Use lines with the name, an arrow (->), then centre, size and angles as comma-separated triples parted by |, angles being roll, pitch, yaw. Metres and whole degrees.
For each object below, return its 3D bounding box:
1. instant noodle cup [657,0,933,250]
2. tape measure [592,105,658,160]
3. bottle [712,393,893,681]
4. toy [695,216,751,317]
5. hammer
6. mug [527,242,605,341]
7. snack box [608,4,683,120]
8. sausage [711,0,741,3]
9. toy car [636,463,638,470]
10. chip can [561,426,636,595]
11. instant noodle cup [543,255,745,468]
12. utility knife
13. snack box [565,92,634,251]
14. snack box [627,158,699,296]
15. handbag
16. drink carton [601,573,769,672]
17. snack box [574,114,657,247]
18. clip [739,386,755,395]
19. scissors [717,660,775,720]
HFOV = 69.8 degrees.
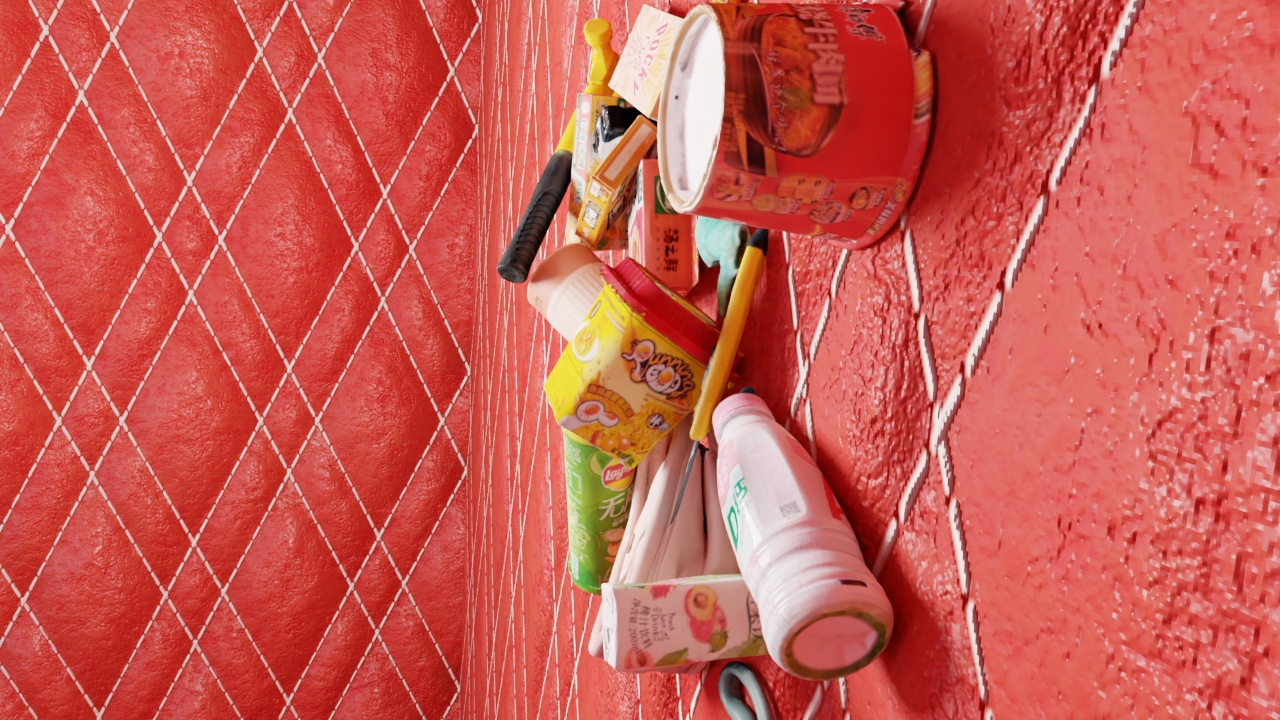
instant noodle cup -> 0.075, -0.130, 0.503 | 0.138, 0.108, 0.138 | 180, 91, -74
tape measure -> -0.011, -0.215, 0.883 | 0.066, 0.065, 0.033 | 133, 135, -64
bottle -> 0.083, 0.090, 0.544 | 0.196, 0.068, 0.068 | -106, 23, -55
toy -> 0.062, -0.084, 0.690 | 0.092, 0.030, 0.096 | -125, 36, -69
hammer -> -0.078, -0.207, 0.949 | 0.129, 0.033, 0.300 | 73, -147, -57
mug -> -0.040, -0.050, 0.916 | 0.106, 0.114, 0.082 | 45, 104, 25
snack box -> 0.015, -0.270, 0.827 | 0.085, 0.026, 0.157 | -64, 24, 18
sausage -> 0.071, -0.284, 0.682 | 0.166, 0.021, 0.021 | 118, 149, -58
toy car -> -0.004, 0.061, 0.901 | 0.054, 0.036, 0.121 | -109, 22, -47
chip can -> -0.038, 0.134, 0.888 | 0.072, 0.072, 0.222 | -110, 17, -52
instant noodle cup -> -0.004, 0.004, 0.698 | 0.124, 0.116, 0.116 | -51, 25, 9
utility knife -> 0.051, 0.011, 0.632 | 0.033, 0.015, 0.216 | 23, -96, -73
snack box -> -0.035, -0.191, 0.940 | 0.027, 0.076, 0.156 | 22, 113, 44
snack box -> 0.017, -0.108, 0.791 | 0.127, 0.044, 0.113 | 131, 138, -79
handbag -> 0.023, 0.121, 0.749 | 0.194, 0.093, 0.233 | 112, 164, -52
drink carton -> 0.037, 0.166, 0.592 | 0.046, 0.122, 0.053 | 149, 119, -74
snack box -> -0.024, -0.162, 0.851 | 0.075, 0.026, 0.154 | -54, 1, -14
clip -> 0.075, 0.046, 0.665 | 0.047, 0.014, 0.057 | -109, 24, -45
scissors -> 0.081, 0.276, 0.622 | 0.177, 0.019, 0.171 | 146, 124, -72
